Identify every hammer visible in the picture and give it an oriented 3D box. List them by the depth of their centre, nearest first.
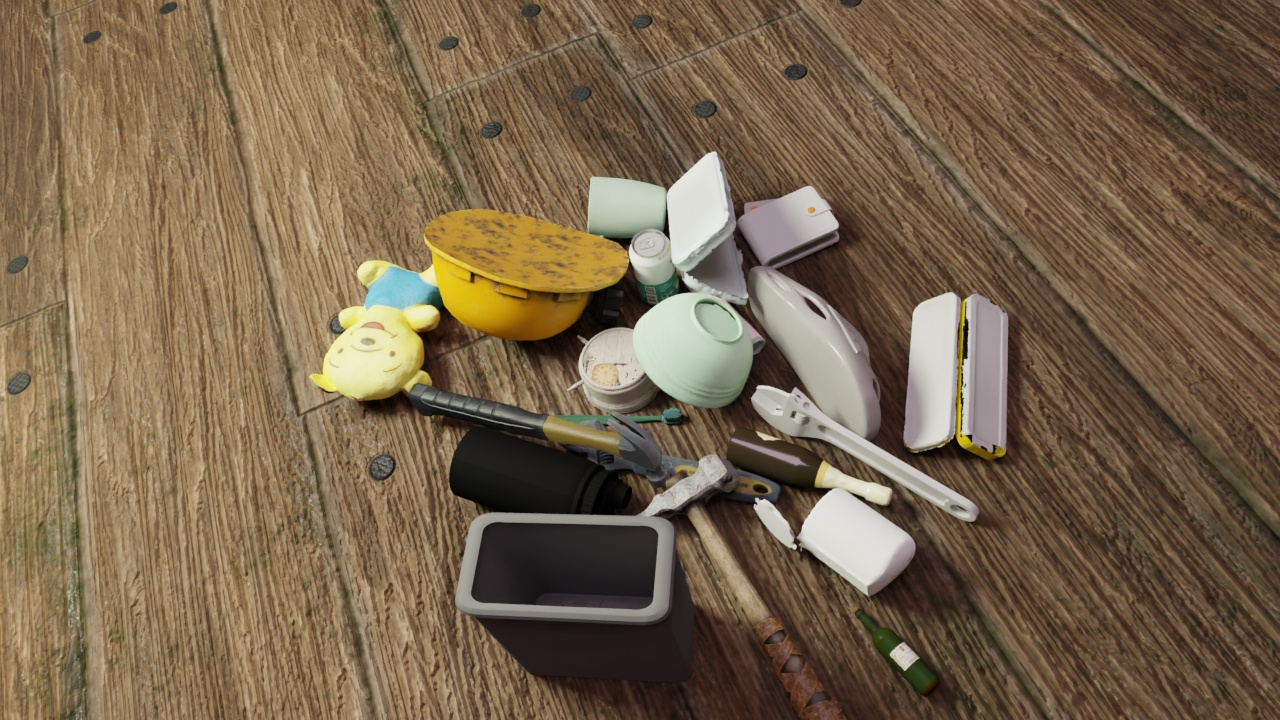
[{"bbox_3d":[0.112,0.248,0.953,0.122,0.049,0.318,-39,61,12],"label":"hammer"},{"bbox_3d":[-0.129,0.073,1.065,0.333,0.118,0.025,11,57,24],"label":"hammer"}]

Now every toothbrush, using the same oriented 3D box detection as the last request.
[{"bbox_3d":[-0.042,0.071,1.120,0.190,0.017,0.016,-2,58,9],"label":"toothbrush"},{"bbox_3d":[0.085,-0.088,1.193,0.026,0.027,0.222,-47,58,12],"label":"toothbrush"}]

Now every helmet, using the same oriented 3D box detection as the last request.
[{"bbox_3d":[-0.152,-0.092,1.175,0.255,0.132,0.205,10,30,-6],"label":"helmet"}]

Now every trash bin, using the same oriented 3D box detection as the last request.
[{"bbox_3d":[-0.050,0.236,0.891,0.192,0.220,0.097,0,57,10],"label":"trash bin"}]

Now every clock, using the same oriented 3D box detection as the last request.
[{"bbox_3d":[-0.007,0.007,1.128,0.157,0.061,0.103,0,58,13],"label":"clock"}]

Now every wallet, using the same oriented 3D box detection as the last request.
[{"bbox_3d":[0.195,-0.188,1.233,0.118,0.037,0.115,-24,56,-1],"label":"wallet"}]

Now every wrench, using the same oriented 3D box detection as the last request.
[{"bbox_3d":[0.245,0.104,1.023,0.273,0.087,0.018,32,67,15],"label":"wrench"},{"bbox_3d":[0.028,0.124,1.068,0.274,0.022,0.073,11,68,17],"label":"wrench"}]

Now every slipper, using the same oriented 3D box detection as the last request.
[{"bbox_3d":[0.222,-0.023,1.089,0.080,0.113,0.265,-20,50,-17],"label":"slipper"}]

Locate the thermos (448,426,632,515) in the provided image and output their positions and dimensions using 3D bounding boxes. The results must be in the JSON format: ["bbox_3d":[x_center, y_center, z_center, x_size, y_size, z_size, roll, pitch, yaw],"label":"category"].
[{"bbox_3d":[-0.110,0.142,1.044,0.199,0.086,0.086,15,61,19],"label":"thermos"}]

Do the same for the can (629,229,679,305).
[{"bbox_3d":[0.018,-0.119,1.180,0.055,0.102,0.054,-5,56,7],"label":"can"}]

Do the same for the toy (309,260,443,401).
[{"bbox_3d":[-0.329,-0.036,1.205,0.149,0.084,0.213,4,60,13],"label":"toy"}]

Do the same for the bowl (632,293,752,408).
[{"bbox_3d":[0.074,-0.025,1.084,0.150,0.077,0.150,18,45,-19],"label":"bowl"}]

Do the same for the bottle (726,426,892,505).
[{"bbox_3d":[0.189,0.123,1.025,0.185,0.045,0.045,18,62,21],"label":"bottle"}]

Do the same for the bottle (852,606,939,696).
[{"bbox_3d":[0.253,0.288,0.919,0.025,0.025,0.106,-37,59,-13],"label":"bottle"}]

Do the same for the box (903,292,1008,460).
[{"bbox_3d":[0.368,0.014,1.063,0.117,0.057,0.209,5,59,16],"label":"box"}]

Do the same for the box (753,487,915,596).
[{"bbox_3d":[0.200,0.177,0.969,0.166,0.083,0.092,38,80,30],"label":"box"}]

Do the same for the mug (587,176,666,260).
[{"bbox_3d":[-0.019,-0.192,1.256,0.104,0.084,0.111,4,86,-1],"label":"mug"}]

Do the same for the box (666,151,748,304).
[{"bbox_3d":[0.102,-0.158,1.170,0.106,0.127,0.214,-35,29,24],"label":"box"}]
